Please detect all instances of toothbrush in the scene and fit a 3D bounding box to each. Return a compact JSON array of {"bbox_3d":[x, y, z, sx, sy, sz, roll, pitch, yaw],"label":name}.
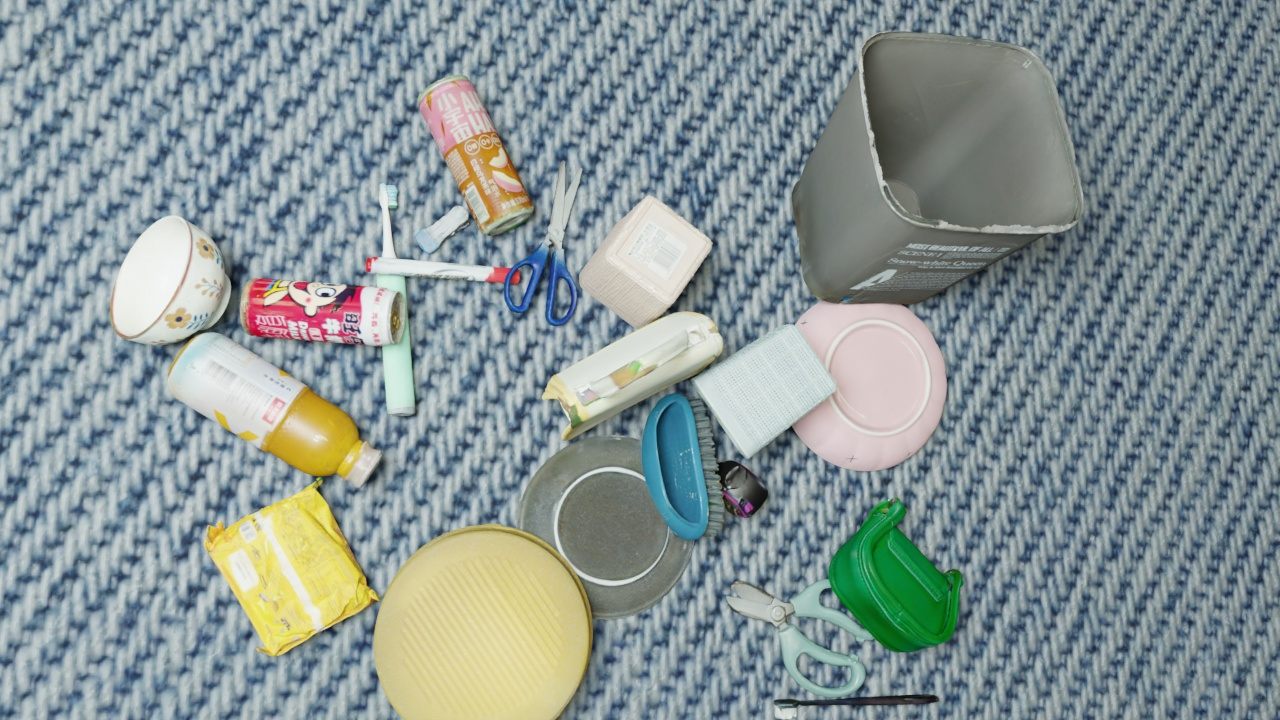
[{"bbox_3d":[0.220,0.349,0.930,0.181,0.016,0.018,1,89,-13],"label":"toothbrush"},{"bbox_3d":[-0.235,-0.059,0.868,0.027,0.027,0.224,-2,82,-38],"label":"toothbrush"}]

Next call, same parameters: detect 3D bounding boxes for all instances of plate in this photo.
[{"bbox_3d":[0.241,0.020,0.964,0.192,0.039,0.192,2,83,-13],"label":"plate"},{"bbox_3d":[-0.029,0.161,0.890,0.179,0.024,0.179,2,82,-13],"label":"plate"}]

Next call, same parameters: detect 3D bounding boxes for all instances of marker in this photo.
[{"bbox_3d":[-0.186,-0.085,0.871,0.145,0.017,0.017,2,82,-27],"label":"marker"}]

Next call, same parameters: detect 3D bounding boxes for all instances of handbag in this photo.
[{"bbox_3d":[-0.005,0.005,0.836,0.163,0.179,0.063,-28,86,-15],"label":"handbag"},{"bbox_3d":[0.262,0.217,0.922,0.131,0.068,0.119,46,55,-2],"label":"handbag"}]

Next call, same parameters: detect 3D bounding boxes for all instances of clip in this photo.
[{"bbox_3d":[-0.191,-0.127,0.891,0.057,0.032,0.025,-37,90,-11],"label":"clip"}]

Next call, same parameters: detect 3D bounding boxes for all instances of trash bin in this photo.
[{"bbox_3d":[0.263,-0.164,0.887,0.199,0.220,0.198,1,70,-14],"label":"trash bin"}]

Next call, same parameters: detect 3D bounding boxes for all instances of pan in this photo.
[{"bbox_3d":[-0.099,0.318,0.841,0.197,0.078,0.357,-33,85,-9],"label":"pan"}]

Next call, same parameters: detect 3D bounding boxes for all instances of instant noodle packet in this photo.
[{"bbox_3d":[-0.308,0.181,0.811,0.110,0.044,0.128,-27,93,-22],"label":"instant noodle packet"}]

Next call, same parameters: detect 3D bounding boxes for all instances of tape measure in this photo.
[{"bbox_3d":[0.095,0.128,0.906,0.058,0.057,0.039,46,75,-15],"label":"tape measure"}]

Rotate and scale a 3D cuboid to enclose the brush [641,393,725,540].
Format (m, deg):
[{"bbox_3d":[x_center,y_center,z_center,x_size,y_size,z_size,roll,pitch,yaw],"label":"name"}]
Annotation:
[{"bbox_3d":[0.036,0.100,0.880,0.073,0.055,0.143,6,68,-36],"label":"brush"}]

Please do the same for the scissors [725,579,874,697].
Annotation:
[{"bbox_3d":[0.167,0.253,0.929,0.180,0.019,0.143,36,77,-5],"label":"scissors"}]

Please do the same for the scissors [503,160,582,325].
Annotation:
[{"bbox_3d":[-0.095,-0.120,0.907,0.132,0.012,0.172,-14,91,-32],"label":"scissors"}]

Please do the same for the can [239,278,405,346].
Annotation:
[{"bbox_3d":[-0.283,-0.043,0.825,0.133,0.053,0.053,4,81,1],"label":"can"}]

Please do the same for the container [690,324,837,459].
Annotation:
[{"bbox_3d":[0.120,0.025,0.894,0.111,0.090,0.090,-35,90,1],"label":"container"}]

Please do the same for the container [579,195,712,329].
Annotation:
[{"bbox_3d":[0.005,-0.095,0.885,0.090,0.111,0.090,36,76,-6],"label":"container"}]

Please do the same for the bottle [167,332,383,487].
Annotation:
[{"bbox_3d":[-0.319,0.048,0.812,0.189,0.068,0.068,33,77,-8],"label":"bottle"}]

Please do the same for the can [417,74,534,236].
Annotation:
[{"bbox_3d":[-0.159,-0.197,0.887,0.057,0.058,0.147,-26,90,-15],"label":"can"}]

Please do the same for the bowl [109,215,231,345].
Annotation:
[{"bbox_3d":[-0.401,-0.062,0.800,0.062,0.114,0.113,31,72,-52],"label":"bowl"}]
